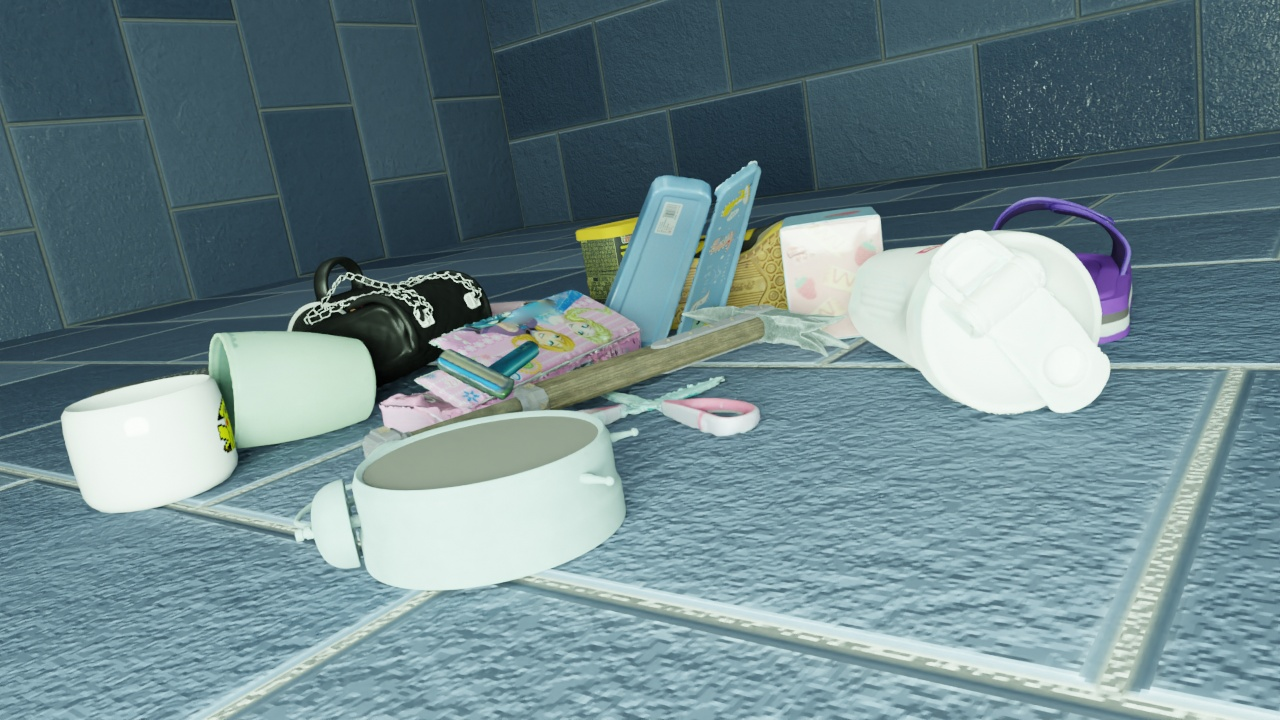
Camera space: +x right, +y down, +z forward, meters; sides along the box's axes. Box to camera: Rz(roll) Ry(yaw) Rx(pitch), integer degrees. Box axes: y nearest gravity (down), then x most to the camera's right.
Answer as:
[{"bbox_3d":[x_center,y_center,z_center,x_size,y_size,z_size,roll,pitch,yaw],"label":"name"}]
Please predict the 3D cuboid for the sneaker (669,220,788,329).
[{"bbox_3d":[0.098,-0.097,0.928,0.238,0.086,0.122,-14,16,-4],"label":"sneaker"}]

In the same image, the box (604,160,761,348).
[{"bbox_3d":[0.042,-0.094,0.829,0.125,0.043,0.208,-3,51,28],"label":"box"}]

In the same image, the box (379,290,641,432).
[{"bbox_3d":[-0.086,-0.004,0.679,0.085,0.071,0.229,-2,13,31],"label":"box"}]

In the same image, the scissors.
[{"bbox_3d":[-0.004,0.033,0.579,0.176,0.013,0.171,-15,13,-25],"label":"scissors"}]

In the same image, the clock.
[{"bbox_3d":[-0.083,0.062,0.431,0.159,0.045,0.122,-6,12,10],"label":"clock"}]

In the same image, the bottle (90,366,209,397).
[{"bbox_3d":[-0.375,0.033,0.791,0.173,0.046,0.084,-14,13,-22],"label":"bottle"}]

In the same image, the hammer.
[{"bbox_3d":[-0.027,0.010,0.586,0.316,0.028,0.147,-18,19,-35],"label":"hammer"}]

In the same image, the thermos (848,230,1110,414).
[{"bbox_3d":[0.183,-0.030,0.547,0.099,0.099,0.220,-10,8,-1],"label":"thermos"}]

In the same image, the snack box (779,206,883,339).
[{"bbox_3d":[0.159,-0.072,0.751,0.079,0.095,0.092,-7,12,12],"label":"snack box"}]

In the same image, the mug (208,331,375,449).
[{"bbox_3d":[-0.265,0.025,0.694,0.103,0.084,0.112,-6,-21,-36],"label":"mug"}]

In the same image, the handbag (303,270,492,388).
[{"bbox_3d":[-0.221,-0.044,0.829,0.125,0.114,0.153,-22,3,25],"label":"handbag"}]

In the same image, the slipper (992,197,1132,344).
[{"bbox_3d":[0.315,-0.082,0.699,0.107,0.084,0.265,-4,13,23],"label":"slipper"}]

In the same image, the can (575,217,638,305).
[{"bbox_3d":[0.003,-0.105,1.015,0.130,0.101,0.073,-19,15,-38],"label":"can"}]

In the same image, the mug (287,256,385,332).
[{"bbox_3d":[-0.297,-0.046,0.930,0.082,0.118,0.098,-5,13,15],"label":"mug"}]

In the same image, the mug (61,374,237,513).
[{"bbox_3d":[-0.321,0.052,0.607,0.094,0.068,0.116,-14,13,-19],"label":"mug"}]

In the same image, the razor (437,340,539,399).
[{"bbox_3d":[-0.082,0.004,0.548,0.042,0.022,0.143,27,9,2],"label":"razor"}]

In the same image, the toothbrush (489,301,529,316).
[{"bbox_3d":[-0.161,-0.057,1.100,0.223,0.026,0.027,-2,-6,32],"label":"toothbrush"}]

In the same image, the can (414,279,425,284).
[{"bbox_3d":[-0.233,-0.053,1.033,0.070,0.070,0.132,-14,13,-22],"label":"can"}]
